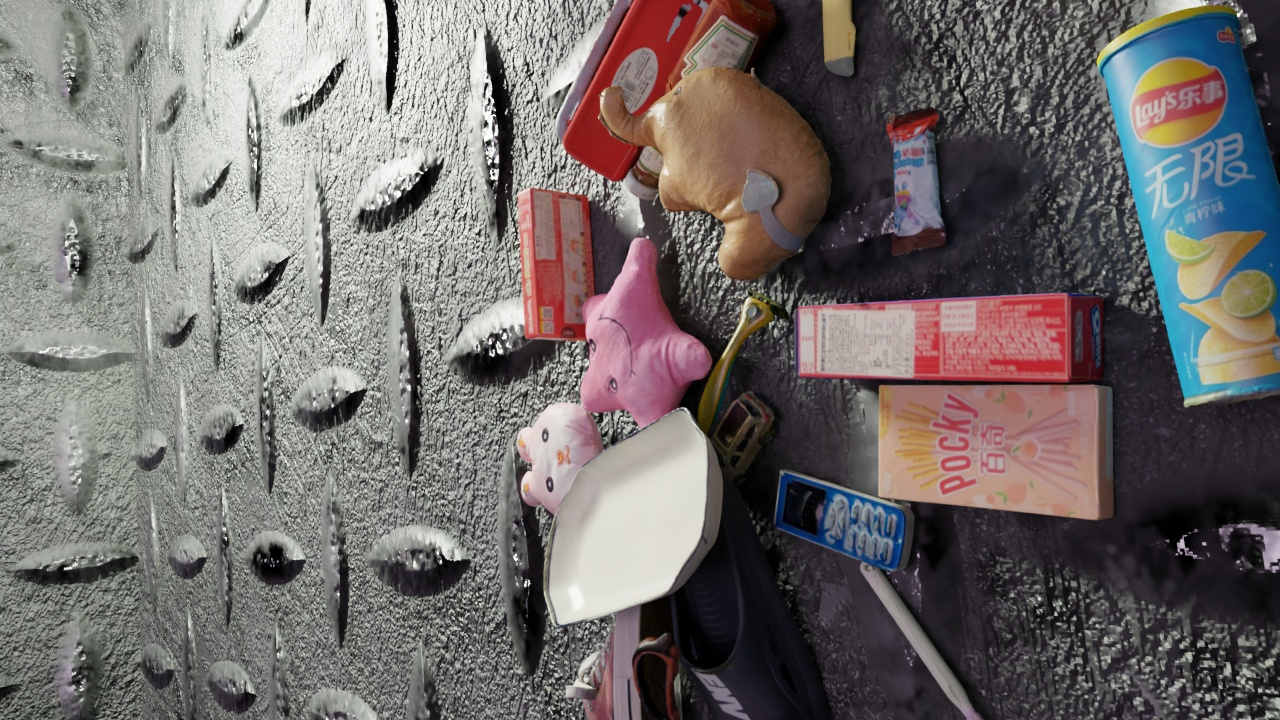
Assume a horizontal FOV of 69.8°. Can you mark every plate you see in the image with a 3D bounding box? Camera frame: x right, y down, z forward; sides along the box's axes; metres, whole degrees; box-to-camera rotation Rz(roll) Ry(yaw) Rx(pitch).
[{"bbox_3d":[-0.008,0.144,0.792,0.267,0.034,0.161,-35,41,49],"label":"plate"}]

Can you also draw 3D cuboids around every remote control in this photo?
[{"bbox_3d":[0.155,0.122,0.712,0.125,0.024,0.049,14,99,48],"label":"remote control"}]

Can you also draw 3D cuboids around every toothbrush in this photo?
[{"bbox_3d":[0.213,0.221,0.651,0.029,0.020,0.189,-37,57,7],"label":"toothbrush"}]

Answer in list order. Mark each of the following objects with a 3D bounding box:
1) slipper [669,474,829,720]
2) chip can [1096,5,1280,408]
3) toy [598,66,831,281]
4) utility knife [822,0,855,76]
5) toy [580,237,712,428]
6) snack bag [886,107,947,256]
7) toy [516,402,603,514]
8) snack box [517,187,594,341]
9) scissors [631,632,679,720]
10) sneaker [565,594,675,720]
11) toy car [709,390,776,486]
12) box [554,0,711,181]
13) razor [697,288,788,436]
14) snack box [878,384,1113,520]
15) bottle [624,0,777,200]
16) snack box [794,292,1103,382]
[{"bbox_3d":[0.065,0.225,0.758,0.111,0.083,0.268,-30,74,46],"label":"slipper"},{"bbox_3d":[0.314,-0.082,0.507,0.071,0.071,0.210,-18,76,46],"label":"chip can"},{"bbox_3d":[0.061,-0.175,0.759,0.226,0.082,0.144,49,118,22],"label":"toy"},{"bbox_3d":[0.155,-0.312,0.723,0.031,0.019,0.178,0,95,43],"label":"utility knife"},{"bbox_3d":[-0.005,0.005,0.853,0.179,0.074,0.194,-50,55,42],"label":"toy"},{"bbox_3d":[0.200,-0.131,0.667,0.045,0.026,0.105,-5,88,44],"label":"snack bag"},{"bbox_3d":[-0.089,0.109,0.963,0.160,0.054,0.121,-21,74,54],"label":"toy"},{"bbox_3d":[-0.085,-0.097,0.941,0.026,0.075,0.153,-10,82,48],"label":"snack box"},{"bbox_3d":[0.040,0.308,0.741,0.189,0.015,0.226,49,126,-4],"label":"scissors"},{"bbox_3d":[-0.020,0.305,0.846,0.088,0.118,0.241,6,100,27],"label":"sneaker"},{"bbox_3d":[0.081,0.071,0.788,0.042,0.035,0.091,51,127,38],"label":"toy car"},{"bbox_3d":[0.001,-0.281,0.879,0.094,0.100,0.202,32,119,-2],"label":"box"},{"bbox_3d":[0.078,0.005,0.780,0.043,0.028,0.132,33,102,39],"label":"razor"},{"bbox_3d":[0.235,0.058,0.624,0.158,0.026,0.084,-2,88,47],"label":"snack box"},{"bbox_3d":[0.046,-0.231,0.816,0.207,0.059,0.059,-56,52,36],"label":"bottle"},{"bbox_3d":[0.205,-0.015,0.637,0.208,0.057,0.058,0,92,47],"label":"snack box"}]
